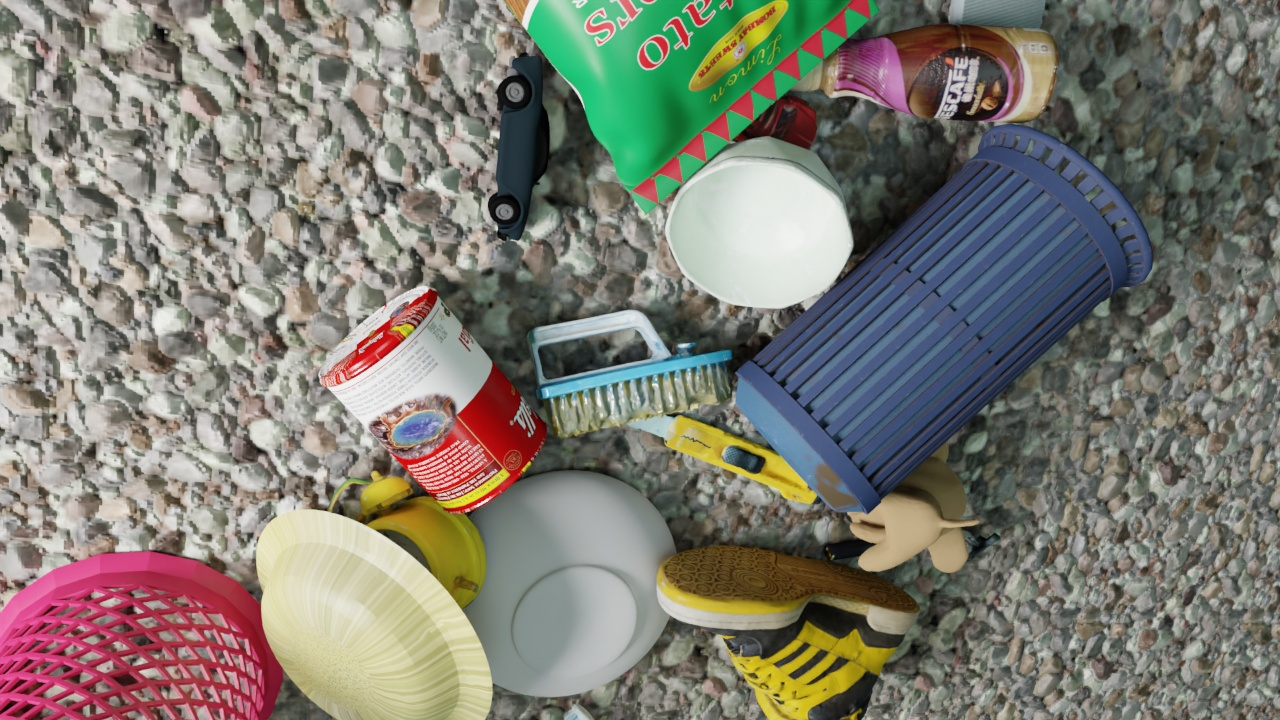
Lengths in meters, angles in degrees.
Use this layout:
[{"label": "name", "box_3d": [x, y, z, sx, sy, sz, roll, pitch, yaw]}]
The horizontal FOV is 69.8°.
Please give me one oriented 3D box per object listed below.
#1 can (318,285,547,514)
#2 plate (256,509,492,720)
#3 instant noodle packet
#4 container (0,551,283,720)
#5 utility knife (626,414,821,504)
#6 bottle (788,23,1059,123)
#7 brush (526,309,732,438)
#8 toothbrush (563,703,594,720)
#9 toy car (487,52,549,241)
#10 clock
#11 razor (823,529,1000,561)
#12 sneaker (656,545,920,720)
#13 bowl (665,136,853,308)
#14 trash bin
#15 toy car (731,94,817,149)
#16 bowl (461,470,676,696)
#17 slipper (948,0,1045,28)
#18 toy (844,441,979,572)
[{"label": "can", "box_3d": [-0.127, 0.025, 0.570, 0.086, 0.086, 0.116, -38, 114, -2]}, {"label": "plate", "box_3d": [-0.180, 0.179, 0.570, 0.184, 0.036, 0.185, 14, 123, 22]}, {"label": "instant noodle packet", "box_3d": [0.000, -0.244, 0.516, 0.195, 0.090, 0.253, -42, 110, -6]}, {"label": "container", "box_3d": [-0.309, 0.243, 0.514, 0.183, 0.225, 0.183, -5, 108, -15]}, {"label": "utility knife", "box_3d": [0.063, 0.069, 0.680, 0.191, 0.018, 0.030, 23, 91, -18]}, {"label": "bottle", "box_3d": [0.177, -0.188, 0.594, 0.166, 0.059, 0.060, 3, 107, 0]}, {"label": "brush", "box_3d": [-0.004, 0.004, 0.618, 0.135, 0.055, 0.075, -11, 91, -12]}, {"label": "toothbrush", "box_3d": [0.017, 0.341, 0.747, 0.026, 0.027, 0.222, -45, 112, -1]}, {"label": "toy car", "box_3d": [-0.073, -0.129, 0.559, 0.034, 0.046, 0.112, 5, 104, -12]}, {"label": "clock", "box_3d": [-0.157, 0.126, 0.602, 0.119, 0.057, 0.083, 41, 108, 12]}, {"label": "razor", "box_3d": [0.218, 0.149, 0.746, 0.144, 0.022, 0.043, 0, 147, -12]}, {"label": "sneaker", "box_3d": [0.098, 0.215, 0.686, 0.238, 0.086, 0.122, 13, 101, -30]}, {"label": "bowl", "box_3d": [0.079, -0.095, 0.593, 0.117, 0.061, 0.118, 9, 137, 8]}, {"label": "trash bin", "box_3d": [0.188, -0.020, 0.610, 0.249, 0.139, 0.139, -42, 113, 1]}, {"label": "toy car", "box_3d": [0.074, -0.160, 0.597, 0.091, 0.036, 0.042, 16, 101, -26]}, {"label": "bowl", "box_3d": [-0.051, 0.170, 0.649, 0.176, 0.066, 0.177, -5, 108, -14]}, {"label": "slipper", "box_3d": [0.227, -0.320, 0.587, 0.098, 0.054, 0.269, -20, 123, -12]}, {"label": "toy", "box_3d": [0.199, 0.110, 0.681, 0.106, 0.108, 0.134, -9, 94, 25]}]
